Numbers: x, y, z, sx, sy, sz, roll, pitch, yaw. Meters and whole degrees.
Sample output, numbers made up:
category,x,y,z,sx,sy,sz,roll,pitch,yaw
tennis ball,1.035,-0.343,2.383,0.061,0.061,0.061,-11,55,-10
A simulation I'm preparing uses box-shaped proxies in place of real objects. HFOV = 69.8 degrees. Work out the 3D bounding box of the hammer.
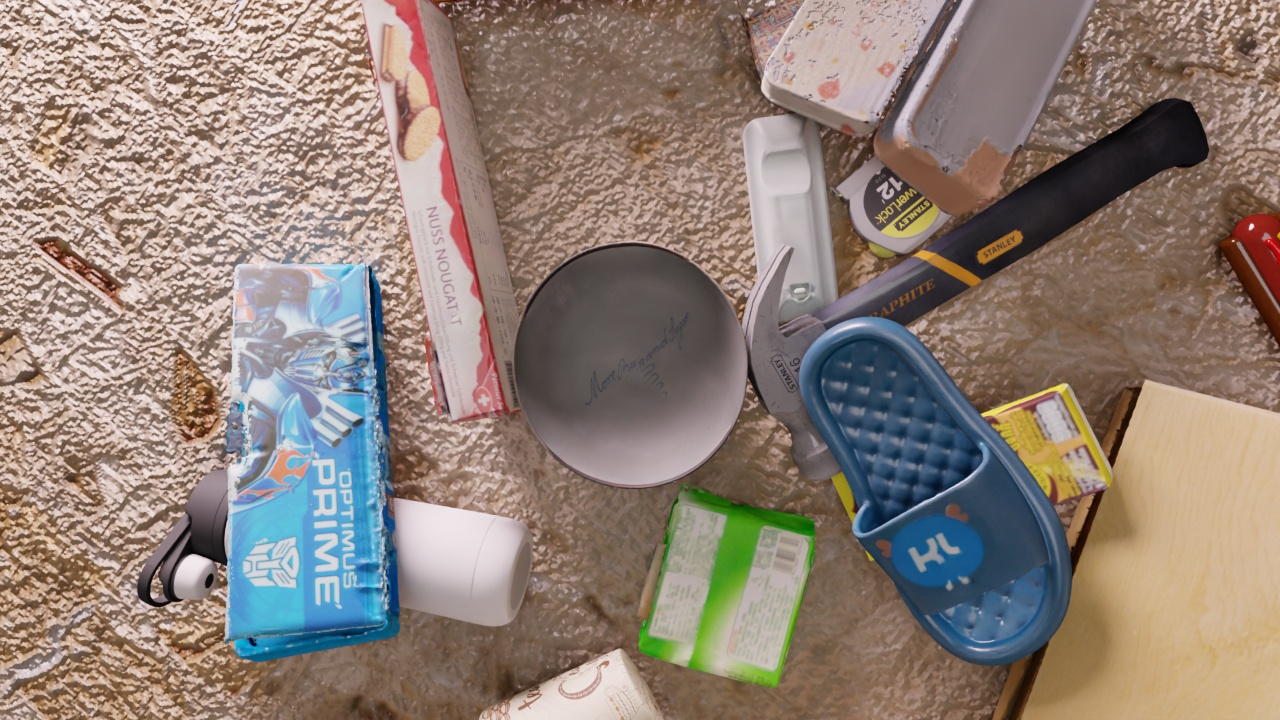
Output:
category,x,y,z,sx,sy,sz,roll,pitch,yaw
hammer,0.205,-0.060,0.565,0.312,0.035,0.139,-30,104,1

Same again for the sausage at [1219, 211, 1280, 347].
category,x,y,z,sx,sy,sz,roll,pitch,yaw
sausage,0.403,-0.019,0.549,0.040,0.040,0.155,-29,87,5

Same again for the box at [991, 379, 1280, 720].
category,x,y,z,sx,sy,sz,roll,pitch,yaw
box,0.306,0.148,0.524,0.141,0.148,0.248,20,90,17

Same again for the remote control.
category,x,y,z,sx,sy,sz,roll,pitch,yaw
remote control,0.097,-0.092,0.592,0.050,0.022,0.133,-7,89,7

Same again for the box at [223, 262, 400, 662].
category,x,y,z,sx,sy,sz,roll,pitch,yaw
box,-0.204,0.049,0.560,0.091,0.066,0.243,-11,65,0

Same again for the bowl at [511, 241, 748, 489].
category,x,y,z,sx,sy,sz,roll,pitch,yaw
bowl,-0.003,0.003,0.585,0.151,0.056,0.150,0,89,9

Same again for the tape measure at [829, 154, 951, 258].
category,x,y,z,sx,sy,sz,roll,pitch,yaw
tape measure,0.163,-0.103,0.587,0.064,0.016,0.065,-40,86,5

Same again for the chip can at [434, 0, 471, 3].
category,x,y,z,sx,sy,sz,roll,pitch,yaw
chip can,-0.065,-0.269,0.592,0.210,0.062,0.062,-2,89,7

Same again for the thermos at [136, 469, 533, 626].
category,x,y,z,sx,sy,sz,roll,pitch,yaw
thermos,-0.192,0.132,0.593,0.230,0.069,0.101,10,54,7

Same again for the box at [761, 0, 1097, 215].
category,x,y,z,sx,sy,sz,roll,pitch,yaw
box,0.180,-0.206,0.537,0.157,0.063,0.216,29,75,8

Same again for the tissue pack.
category,x,y,z,sx,sy,sz,roll,pitch,yaw
tissue pack,0.054,0.146,0.590,0.099,0.034,0.114,15,91,4

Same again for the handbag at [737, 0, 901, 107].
category,x,y,z,sx,sy,sz,roll,pitch,yaw
handbag,0.096,-0.259,0.595,0.093,0.043,0.195,-23,79,9

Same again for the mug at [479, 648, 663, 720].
category,x,y,z,sx,sy,sz,roll,pitch,yaw
mug,-0.030,0.251,0.588,0.097,0.081,0.122,-31,107,-2

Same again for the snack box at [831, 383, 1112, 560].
category,x,y,z,sx,sy,sz,roll,pitch,yaw
snack box,0.193,0.069,0.548,0.149,0.025,0.061,-27,86,32

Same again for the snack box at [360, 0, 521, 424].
category,x,y,z,sx,sy,sz,roll,pitch,yaw
snack box,-0.123,-0.096,0.592,0.044,0.076,0.273,-12,89,9

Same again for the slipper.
category,x,y,z,sx,sy,sz,roll,pitch,yaw
slipper,0.163,0.073,0.514,0.104,0.059,0.213,-30,87,29
